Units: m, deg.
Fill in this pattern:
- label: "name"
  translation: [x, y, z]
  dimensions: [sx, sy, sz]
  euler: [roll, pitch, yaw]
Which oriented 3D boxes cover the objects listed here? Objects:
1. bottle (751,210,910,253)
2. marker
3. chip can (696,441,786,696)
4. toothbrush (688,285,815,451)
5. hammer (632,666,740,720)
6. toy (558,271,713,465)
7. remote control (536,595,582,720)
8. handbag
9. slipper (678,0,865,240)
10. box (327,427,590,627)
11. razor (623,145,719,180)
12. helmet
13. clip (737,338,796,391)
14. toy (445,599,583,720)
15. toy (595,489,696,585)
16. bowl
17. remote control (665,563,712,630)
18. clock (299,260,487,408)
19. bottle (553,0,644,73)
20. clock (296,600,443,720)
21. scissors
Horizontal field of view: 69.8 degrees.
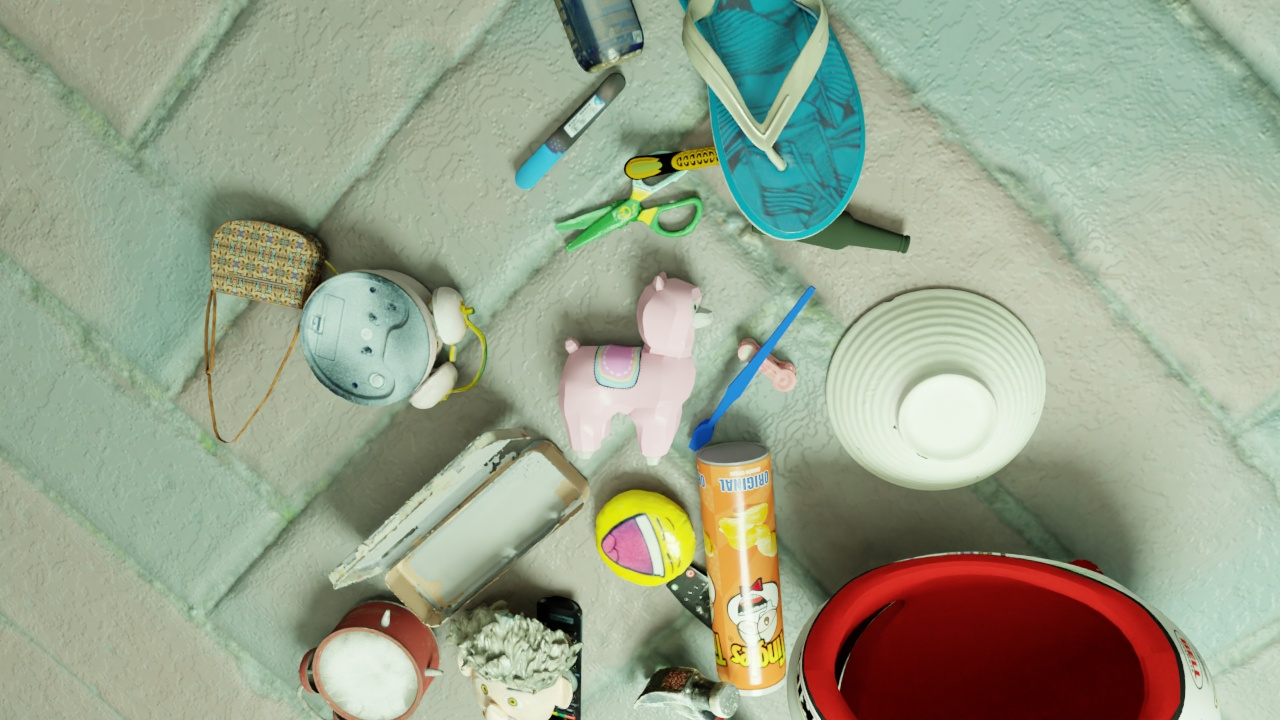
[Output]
- label: "bottle"
  translation: [0.151, -0.105, 0.728]
  dimensions: [0.123, 0.033, 0.033]
  euler: [13, 108, 4]
- label: "marker"
  translation: [-0.057, -0.186, 0.746]
  dimensions: [0.123, 0.015, 0.018]
  euler: [-43, 99, 15]
- label: "chip can"
  translation: [0.089, 0.180, 0.798]
  dimensions: [0.062, 0.062, 0.210]
  euler: [-4, 102, 10]
- label: "toothbrush"
  translation: [0.090, 0.009, 0.760]
  dimensions: [0.016, 0.011, 0.187]
  euler: [33, 121, 0]
- label: "hammer"
  translation: [0.119, 0.403, 0.861]
  dimensions: [0.141, 0.036, 0.326]
  euler: [-14, 119, 52]
- label: "toy"
  translation: [-0.005, 0.005, 0.768]
  dimensions: [0.123, 0.067, 0.157]
  euler: [5, 103, 8]
- label: "remote control"
  translation: [-0.077, 0.293, 0.885]
  dimensions: [0.045, 0.021, 0.141]
  euler: [10, 112, 17]
- label: "handbag"
  translation: [-0.335, -0.024, 0.801]
  dimensions: [0.093, 0.043, 0.195]
  euler: [11, 90, 4]
- label: "slipper"
  translation: [0.088, -0.235, 0.673]
  dimensions: [0.118, 0.060, 0.295]
  euler: [-23, 96, 2]
- label: "box"
  translation: [-0.161, 0.155, 0.820]
  dimensions: [0.217, 0.094, 0.121]
  euler: [-41, 100, 17]
- label: "razor"
  translation: [0.058, -0.162, 0.726]
  dimensions: [0.144, 0.021, 0.044]
  euler: [-9, 105, 0]
- label: "helmet"
  translation: [0.272, 0.278, 0.718]
  dimensions: [0.314, 0.230, 0.236]
  euler: [-4, 141, 4]
- label: "clip"
  translation: [0.105, 0.005, 0.765]
  dimensions: [0.059, 0.039, 0.023]
  euler: [35, 114, 2]
- label: "toy"
  translation: [-0.122, 0.300, 0.857]
  dimensions: [0.133, 0.076, 0.176]
  euler: [16, 125, 25]
- label: "toy"
  translation: [0.004, 0.159, 0.824]
  dimensions: [0.094, 0.041, 0.095]
  euler: [-10, 107, 15]
- label: "bowl"
  translation: [0.240, 0.036, 0.736]
  dimensions: [0.177, 0.070, 0.177]
  euler: [3, 107, 8]
- label: "remote control"
  translation: [0.080, 0.238, 0.851]
  dimensions: [0.124, 0.010, 0.039]
  euler: [42, 108, -5]
- label: "clock"
  translation: [-0.210, -0.019, 0.794]
  dimensions: [0.158, 0.058, 0.117]
  euler: [16, 109, 4]
- label: "bottle"
  translation: [-0.047, -0.300, 0.688]
  dimensions: [0.056, 0.056, 0.161]
  euler: [-19, 103, 13]
- label: "clock"
  translation: [-0.268, 0.301, 0.895]
  dimensions: [0.157, 0.061, 0.110]
  euler: [-36, 99, 17]
- label: "scissors"
  translation: [-0.016, -0.132, 0.756]
  dimensions: [0.132, 0.013, 0.078]
  euler: [-10, 103, 11]
